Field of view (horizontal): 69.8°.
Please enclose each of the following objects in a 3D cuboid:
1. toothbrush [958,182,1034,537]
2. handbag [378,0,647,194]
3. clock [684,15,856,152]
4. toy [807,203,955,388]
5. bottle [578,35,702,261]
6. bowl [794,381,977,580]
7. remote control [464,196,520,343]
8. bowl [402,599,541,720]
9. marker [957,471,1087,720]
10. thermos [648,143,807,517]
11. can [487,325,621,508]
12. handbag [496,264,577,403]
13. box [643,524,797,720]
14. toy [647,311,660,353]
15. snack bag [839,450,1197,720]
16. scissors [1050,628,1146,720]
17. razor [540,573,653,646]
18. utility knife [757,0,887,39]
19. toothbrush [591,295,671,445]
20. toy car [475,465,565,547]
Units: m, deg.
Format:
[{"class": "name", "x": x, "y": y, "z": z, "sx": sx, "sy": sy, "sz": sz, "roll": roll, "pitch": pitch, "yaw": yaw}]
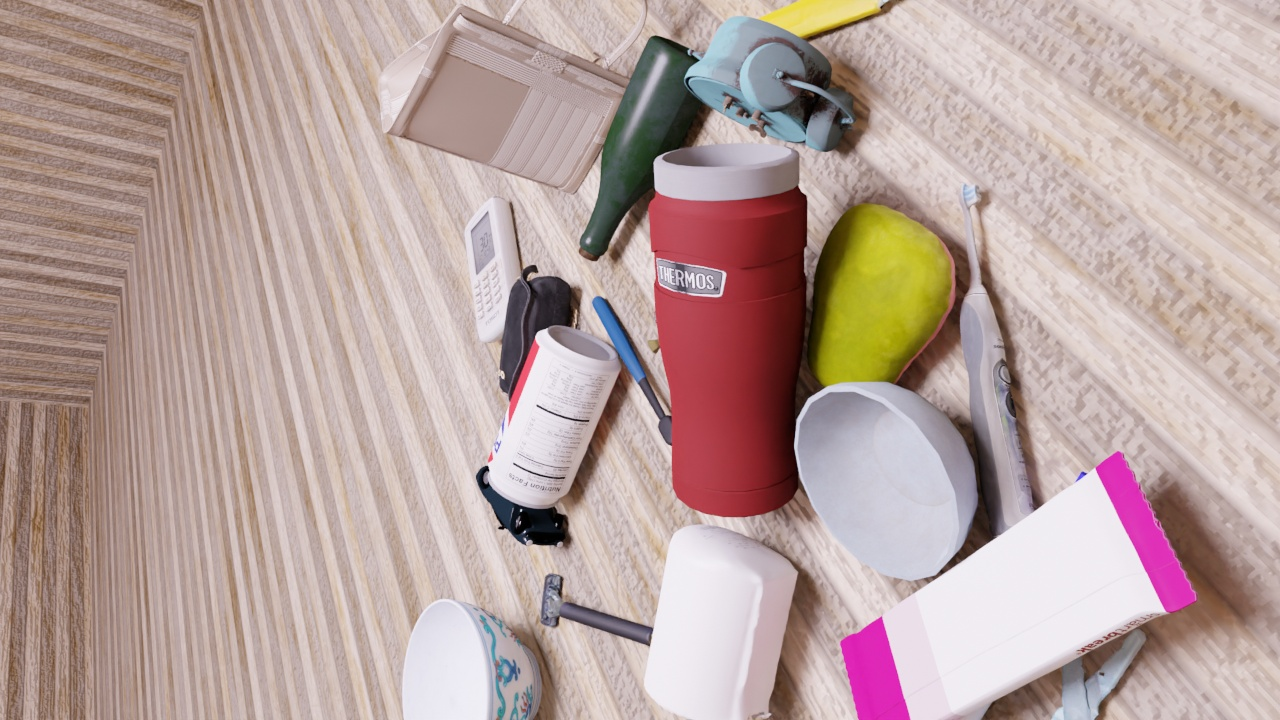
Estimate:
[{"class": "toothbrush", "x": 0.175, "y": -0.005, "z": 0.464, "sx": 0.024, "sy": 0.022, "sz": 0.185, "roll": -21, "pitch": 66, "yaw": 48}, {"class": "handbag", "x": -0.075, "y": -0.227, "z": 0.704, "sx": 0.198, "sy": 0.175, "sz": 0.062, "roll": -36, "pitch": 56, "yaw": 40}, {"class": "clock", "x": 0.082, "y": -0.167, "z": 0.560, "sx": 0.124, "sy": 0.090, "sz": 0.053, "roll": 31, "pitch": 97, "yaw": 51}, {"class": "toy", "x": 0.125, "y": -0.028, "z": 0.506, "sx": 0.090, "sy": 0.051, "sz": 0.110, "roll": 43, "pitch": 119, "yaw": 45}, {"class": "bottle", "x": -0.005, "y": -0.152, "z": 0.694, "sx": 0.055, "sy": 0.055, "sz": 0.174, "roll": 53, "pitch": 125, "yaw": 43}, {"class": "bowl", "x": 0.131, "y": 0.056, "z": 0.473, "sx": 0.106, "sy": 0.039, "sz": 0.106, "roll": 37, "pitch": 139, "yaw": 41}, {"class": "remote control", "x": -0.139, "y": -0.086, "z": 0.873, "sx": 0.060, "sy": 0.025, "sz": 0.138, "roll": -37, "pitch": 55, "yaw": 42}, {"class": "bowl", "x": -0.129, "y": 0.268, "z": 0.749, "sx": 0.144, "sy": 0.074, "sz": 0.144, "roll": -14, "pitch": 72, "yaw": 50}, {"class": "marker", "x": 0.180, "y": 0.117, "z": 0.432, "sx": 0.020, "sy": 0.020, "sz": 0.142, "roll": 43, "pitch": 116, "yaw": 47}, {"class": "thermos", "x": 0.059, "y": -0.020, "z": 0.526, "sx": 0.084, "sy": 0.107, "sz": 0.199, "roll": 16, "pitch": 120, "yaw": 39}, {"class": "can", "x": -0.069, "y": 0.044, "z": 0.722, "sx": 0.070, "sy": 0.070, "sz": 0.132, "roll": 43, "pitch": 116, "yaw": 47}, {"class": "handbag", "x": -0.096, "y": -0.018, "z": 0.785, "sx": 0.079, "sy": 0.054, "sz": 0.128, "roll": 9, "pitch": 92, "yaw": 56}, {"class": "box", "x": 0.046, "y": 0.175, "z": 0.545, "sx": 0.089, "sy": 0.080, "sz": 0.143, "roll": 16, "pitch": 97, "yaw": 36}, {"class": "toy", "x": 0.044, "y": -0.034, "z": 0.596, "sx": 0.100, "sy": 0.062, "sz": 0.076, "roll": -32, "pitch": 75, "yaw": 23}, {"class": "snack bag", "x": 0.160, "y": 0.123, "z": 0.426, "sx": 0.197, "sy": 0.016, "sz": 0.070, "roll": -54, "pitch": 32, "yaw": 40}, {"class": "scissors", "x": 0.197, "y": 0.180, "z": 0.403, "sx": 0.111, "sy": 0.015, "sz": 0.141, "roll": 48, "pitch": 125, "yaw": 45}, {"class": "razor", "x": -0.037, "y": 0.193, "z": 0.691, "sx": 0.144, "sy": 0.022, "sz": 0.042, "roll": -1, "pitch": 83, "yaw": 52}, {"class": "utility knife", "x": 0.124, "y": -0.220, "z": 0.573, "sx": 0.224, "sy": 0.019, "sz": 0.030, "roll": 2, "pitch": 90, "yaw": 57}, {"class": "toothbrush", "x": -0.004, "y": 0.004, "z": 0.691, "sx": 0.014, "sy": 0.014, "sz": 0.167, "roll": -48, "pitch": 44, "yaw": 19}, {"class": "toy car", "x": -0.102, "y": 0.123, "z": 0.769, "sx": 0.112, "sy": 0.046, "sz": 0.034, "roll": 40, "pitch": 113, "yaw": 49}]
